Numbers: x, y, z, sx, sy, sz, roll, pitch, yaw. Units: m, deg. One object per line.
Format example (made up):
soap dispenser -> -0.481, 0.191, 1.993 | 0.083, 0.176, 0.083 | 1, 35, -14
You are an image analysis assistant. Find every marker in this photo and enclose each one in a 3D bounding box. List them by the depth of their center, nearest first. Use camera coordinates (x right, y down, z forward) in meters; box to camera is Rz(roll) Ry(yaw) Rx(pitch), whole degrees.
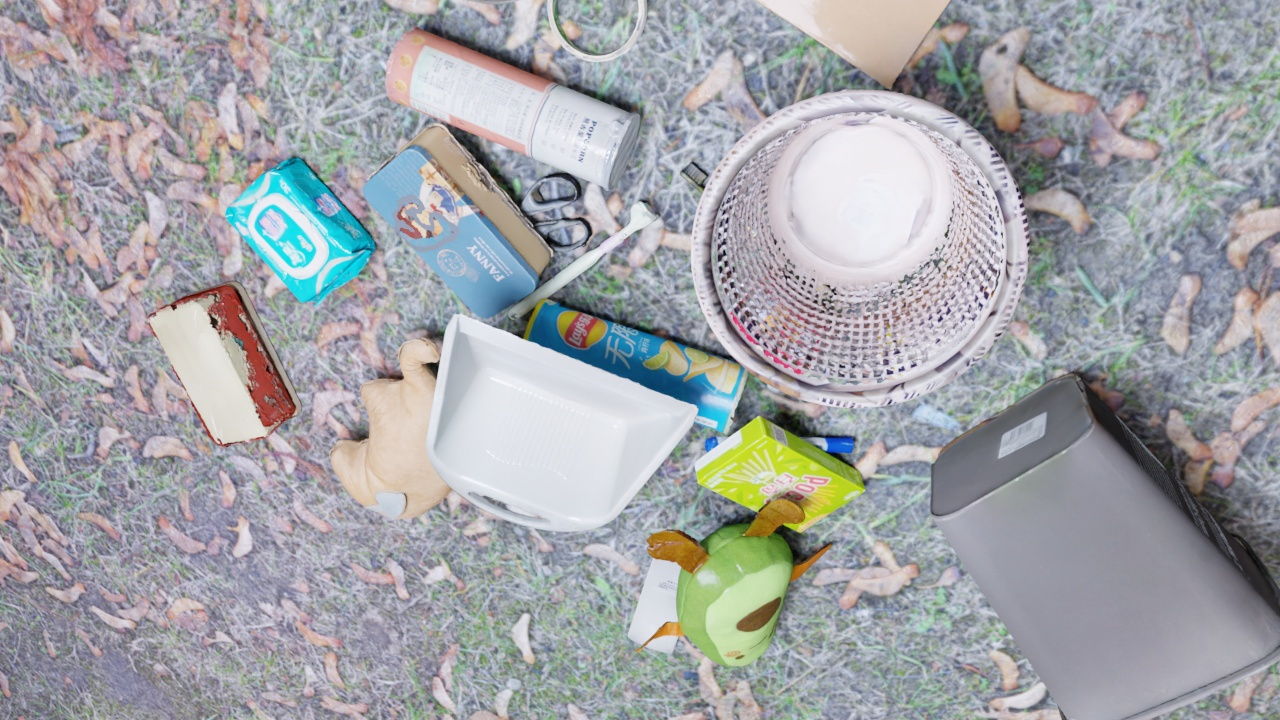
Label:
marker -> 0.132, 0.080, 0.871 | 0.145, 0.017, 0.017 | 1, 117, -13

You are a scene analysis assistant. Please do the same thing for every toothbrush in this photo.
toothbrush -> 0.110, -0.113, 0.825 | 0.186, 0.012, 0.017 | 40, 107, -4
toothbrush -> -0.060, -0.091, 0.879 | 0.190, 0.020, 0.029 | -34, 134, 27

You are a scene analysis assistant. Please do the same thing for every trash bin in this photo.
trash bin -> 0.167, -0.104, 0.710 | 0.228, 0.191, 0.228 | 6, 115, 13
trash bin -> 0.378, 0.152, 0.780 | 0.199, 0.198, 0.220 | -37, 93, 25

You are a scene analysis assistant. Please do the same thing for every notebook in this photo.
notebook -> 0.153, -0.333, 0.712 | 0.211, 0.012, 0.150 | 33, 117, -1

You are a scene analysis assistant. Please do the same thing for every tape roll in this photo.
tape roll -> -0.037, -0.299, 0.779 | 0.086, 0.013, 0.086 | 6, 116, 13

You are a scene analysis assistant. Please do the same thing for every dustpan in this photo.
dustpan -> -0.096, 0.084, 0.858 | 0.222, 0.258, 0.142 | 21, 78, -6

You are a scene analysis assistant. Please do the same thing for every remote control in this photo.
remote control -> 0.027, 0.265, 1.017 | 0.056, 0.019, 0.135 | 18, 117, 6

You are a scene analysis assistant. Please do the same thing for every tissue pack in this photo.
tissue pack -> -0.339, -0.127, 0.920 | 0.093, 0.050, 0.133 | -37, 101, 25

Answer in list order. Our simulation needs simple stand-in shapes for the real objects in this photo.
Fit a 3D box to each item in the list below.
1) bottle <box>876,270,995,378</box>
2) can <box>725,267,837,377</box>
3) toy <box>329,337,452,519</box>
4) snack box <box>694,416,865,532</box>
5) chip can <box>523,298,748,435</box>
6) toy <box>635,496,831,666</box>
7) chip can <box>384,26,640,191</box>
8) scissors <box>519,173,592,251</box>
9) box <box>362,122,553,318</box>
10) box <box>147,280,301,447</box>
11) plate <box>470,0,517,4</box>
bottle -> 0.257, -0.029, 0.793 | 0.063, 0.063, 0.109 | 42, 118, -6
can -> 0.123, -0.031, 0.827 | 0.094, 0.066, 0.067 | 40, 118, -5
toy -> -0.236, 0.072, 0.967 | 0.143, 0.082, 0.226 | 26, 116, -13
snack box -> 0.134, 0.111, 0.871 | 0.156, 0.026, 0.086 | 30, 124, -35
chip can -> -0.005, 0.005, 0.878 | 0.210, 0.071, 0.071 | 18, 117, 6
toy -> 0.094, 0.230, 0.916 | 0.226, 0.090, 0.247 | -21, 137, -10
chip can -> -0.112, -0.221, 0.803 | 0.215, 0.071, 0.071 | 23, 118, 4
scissors -> -0.131, -0.139, 0.882 | 0.172, 0.014, 0.147 | 27, 120, 5
box -> -0.162, -0.122, 0.849 | 0.090, 0.061, 0.184 | -29, 112, 36
box -> -0.454, 0.008, 0.997 | 0.091, 0.080, 0.168 | -12, 111, 21
plate -> -0.127, -0.390, 0.757 | 0.179, 0.024, 0.180 | 5, 116, 11
